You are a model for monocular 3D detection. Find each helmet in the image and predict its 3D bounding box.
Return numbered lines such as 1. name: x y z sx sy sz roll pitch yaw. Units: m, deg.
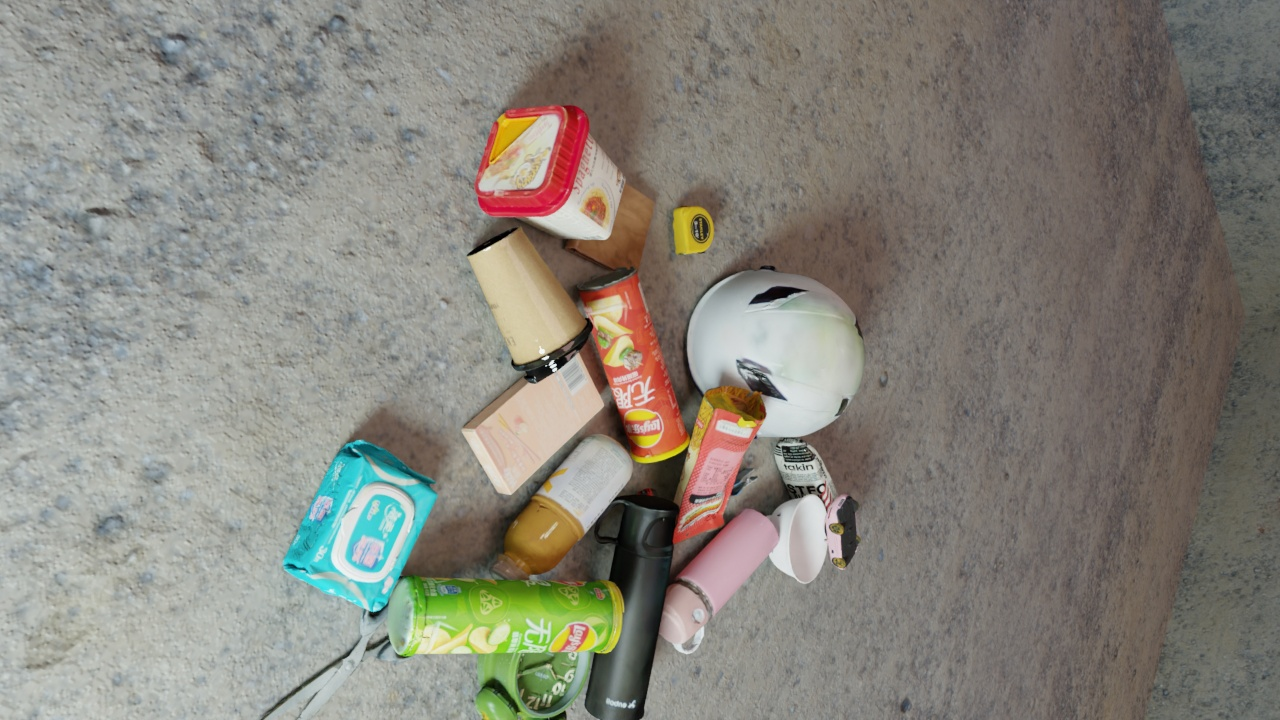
1. helmet: 0.195 -0.007 1.175 0.258 0.146 0.229 21 77 -42

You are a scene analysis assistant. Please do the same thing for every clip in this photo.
1. clip: 0.133 0.160 1.208 0.058 0.026 0.038 -30 104 -43

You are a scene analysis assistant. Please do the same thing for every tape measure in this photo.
1. tape measure: 0.062 -0.159 1.122 0.057 0.029 0.060 -12 100 -42

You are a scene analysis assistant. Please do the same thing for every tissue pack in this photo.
1. tissue pack: -0.246 0.146 0.819 0.093 0.050 0.133 36 67 -38

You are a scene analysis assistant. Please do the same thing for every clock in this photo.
1. clock: -0.113 0.329 0.952 0.116 0.056 0.161 33 69 -39

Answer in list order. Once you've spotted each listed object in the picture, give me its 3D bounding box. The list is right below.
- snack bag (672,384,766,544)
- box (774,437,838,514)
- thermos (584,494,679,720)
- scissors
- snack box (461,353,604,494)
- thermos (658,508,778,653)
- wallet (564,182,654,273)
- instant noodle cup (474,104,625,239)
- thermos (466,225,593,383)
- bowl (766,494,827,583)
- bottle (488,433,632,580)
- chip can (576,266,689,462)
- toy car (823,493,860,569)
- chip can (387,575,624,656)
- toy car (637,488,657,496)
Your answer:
1. snack bag: 0.087 0.135 1.103 0.128 0.073 0.208 -20 133 -49
2. box: 0.235 0.176 1.279 0.164 0.069 0.051 62 34 -23
3. thermos: -0.019 0.270 1.016 0.068 0.090 0.242 -71 171 -85
4. scissors: -0.259 0.276 0.837 0.163 0.014 0.164 22 76 -42
5. snack box: -0.109 0.059 0.965 0.156 0.026 0.084 -43 120 -34
6. thermos: 0.096 0.276 1.145 0.198 0.067 0.087 -39 116 -37
7. wallet: -0.032 -0.155 1.039 0.115 0.020 0.101 21 78 -45
8. instant noodle cup: -0.085 -0.182 0.929 0.124 0.117 0.116 32 69 -54
9. thermos: -0.113 -0.057 0.920 0.092 0.093 0.143 -42 111 -35
10. bowl: 0.200 0.237 1.242 0.118 0.065 0.118 -3 94 -53
11. bottle: -0.084 0.160 0.964 0.189 0.068 0.068 -48 123 -28
12. chip can: -0.006 0.006 1.032 0.073 0.073 0.217 -32 114 -39
13. toy car: 0.274 0.234 1.257 0.056 0.037 0.122 -44 136 -33
14. chip can: -0.126 0.242 0.872 0.221 0.073 0.072 9 85 -29
15. toy car: 0.008 0.209 1.067 0.045 0.053 0.120 -2 96 -5
